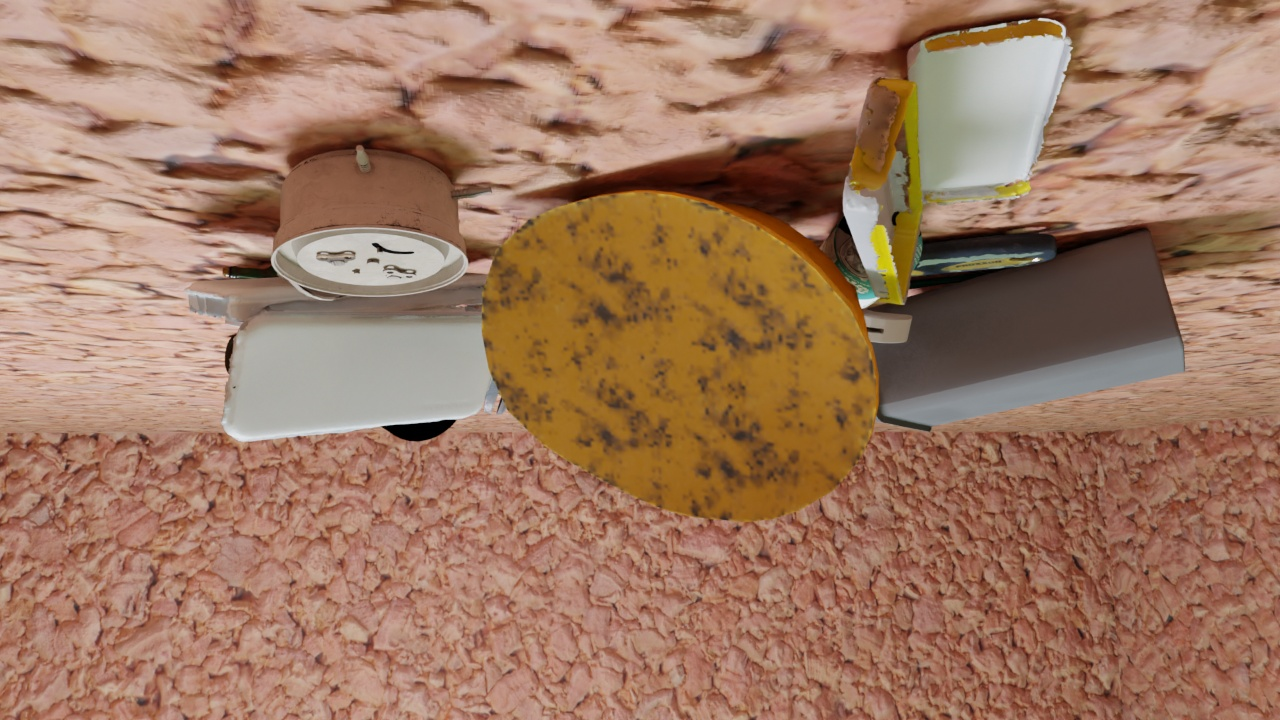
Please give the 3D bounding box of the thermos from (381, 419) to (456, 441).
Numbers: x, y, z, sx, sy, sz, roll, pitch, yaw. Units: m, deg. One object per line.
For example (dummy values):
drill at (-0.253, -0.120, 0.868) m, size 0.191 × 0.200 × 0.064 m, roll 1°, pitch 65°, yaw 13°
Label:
thermos at (-0.244, 0.004, 0.833) m, size 0.086 × 0.086 × 0.199 m, roll 7°, pitch -171°, yaw -43°

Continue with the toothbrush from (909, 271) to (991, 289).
toothbrush at (0.211, -0.059, 0.809) m, size 0.190 × 0.017 × 0.016 m, roll -5°, pitch 173°, yaw 25°

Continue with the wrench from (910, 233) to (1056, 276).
wrench at (0.167, -0.072, 0.699) m, size 0.274 × 0.022 × 0.073 m, roll -4°, pitch 166°, yaw 27°

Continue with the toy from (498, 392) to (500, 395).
toy at (-0.014, -0.019, 0.815) m, size 0.214 × 0.084 × 0.148 m, roll -1°, pitch -169°, yaw 16°

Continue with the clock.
clock at (-0.165, -0.074, 0.526) m, size 0.157 × 0.061 × 0.103 m, roll -18°, pitch 161°, yaw 41°

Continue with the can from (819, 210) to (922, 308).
can at (0.148, -0.067, 0.614) m, size 0.055 × 0.055 × 0.102 m, roll -1°, pitch 172°, yaw 0°

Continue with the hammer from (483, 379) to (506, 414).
hammer at (-0.158, -0.009, 0.865) m, size 0.025 × 0.118 × 0.334 m, roll 7°, pitch 175°, yaw -20°

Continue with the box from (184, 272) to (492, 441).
box at (-0.201, 0.002, 0.652) m, size 0.106 × 0.127 × 0.214 m, roll 4°, pitch -170°, yaw 44°

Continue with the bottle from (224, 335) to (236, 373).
bottle at (-0.390, 0.002, 1.087) m, size 0.184 × 0.045 × 0.045 m, roll 7°, pitch 169°, yaw -43°

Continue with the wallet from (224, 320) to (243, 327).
wallet at (-0.288, -0.038, 0.750) m, size 0.119 × 0.037 × 0.115 m, roll 9°, pitch -174°, yaw 37°

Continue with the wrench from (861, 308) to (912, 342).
wrench at (0.065, -0.045, 0.684) m, size 0.273 × 0.018 × 0.086 m, roll 8°, pitch -166°, yaw -3°

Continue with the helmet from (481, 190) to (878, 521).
helmet at (0.040, -0.019, 0.592) m, size 0.256 × 0.205 × 0.131 m, roll 12°, pitch -153°, yaw 25°

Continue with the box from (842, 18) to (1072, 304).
box at (0.146, -0.092, 0.456) m, size 0.117 × 0.057 × 0.209 m, roll -41°, pitch 161°, yaw 9°

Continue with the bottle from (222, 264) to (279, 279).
bottle at (-0.266, -0.063, 0.711) m, size 0.106 × 0.025 × 0.025 m, roll 4°, pitch 171°, yaw -31°

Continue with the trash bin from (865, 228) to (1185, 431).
trash bin at (0.310, -0.015, 0.753) m, size 0.220 × 0.097 × 0.191 m, roll -16°, pitch 165°, yaw 28°
